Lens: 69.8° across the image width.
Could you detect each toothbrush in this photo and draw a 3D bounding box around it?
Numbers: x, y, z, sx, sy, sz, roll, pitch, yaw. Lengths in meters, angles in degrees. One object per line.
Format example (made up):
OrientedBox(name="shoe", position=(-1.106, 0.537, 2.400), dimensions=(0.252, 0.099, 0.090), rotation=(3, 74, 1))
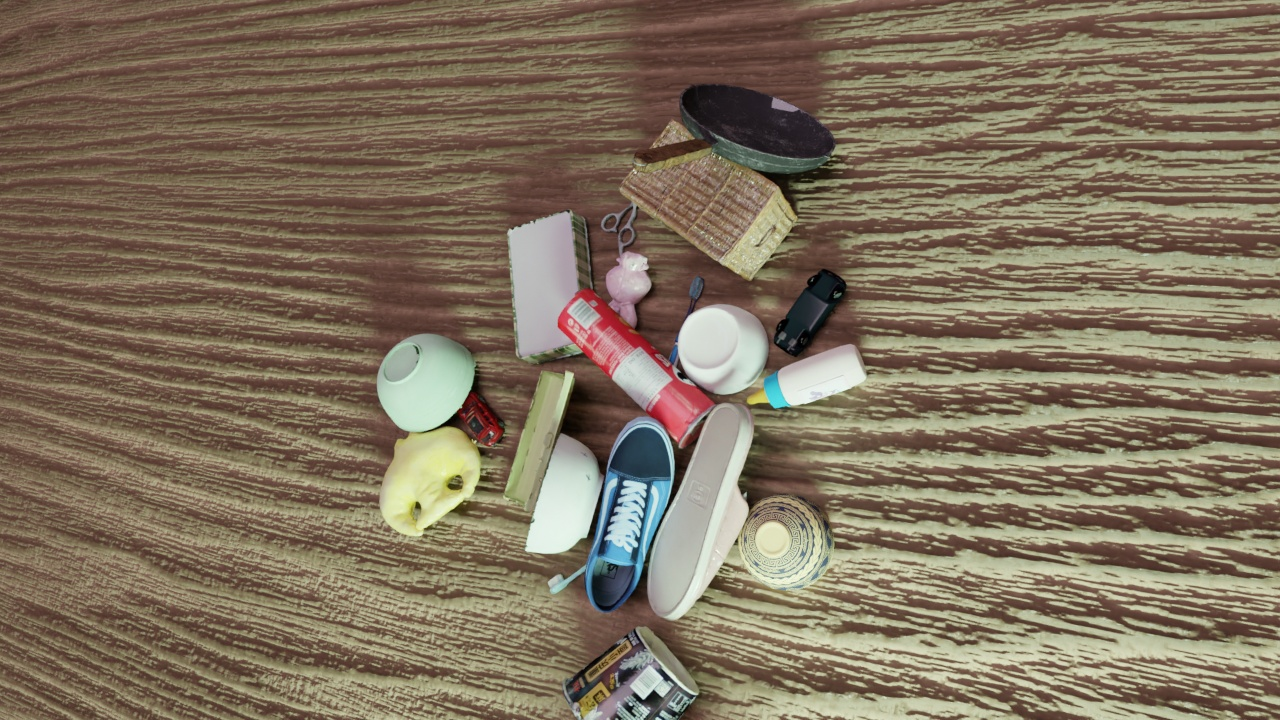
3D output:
OrientedBox(name="toothbrush", position=(-0.048, 0.248, 1.183), dimensions=(0.181, 0.016, 0.016), rotation=(-36, 56, 14))
OrientedBox(name="toothbrush", position=(0.048, -0.022, 1.204), dimensions=(0.016, 0.017, 0.189), rotation=(16, 84, 27))

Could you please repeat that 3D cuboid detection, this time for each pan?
OrientedBox(name="pan", position=(0.096, -0.260, 1.090), dimensions=(0.208, 0.355, 0.040), rotation=(35, 130, 22))

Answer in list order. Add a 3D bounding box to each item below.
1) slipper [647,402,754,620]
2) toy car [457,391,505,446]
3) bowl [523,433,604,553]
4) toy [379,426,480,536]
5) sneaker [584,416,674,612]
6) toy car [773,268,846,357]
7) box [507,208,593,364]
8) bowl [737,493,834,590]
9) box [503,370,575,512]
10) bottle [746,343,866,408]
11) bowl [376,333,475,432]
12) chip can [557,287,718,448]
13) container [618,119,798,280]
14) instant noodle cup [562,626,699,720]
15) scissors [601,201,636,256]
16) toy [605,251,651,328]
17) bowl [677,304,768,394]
OrientedBox(name="slipper", position=(0.080, 0.182, 1.094), dimensions=(0.114, 0.054, 0.274), rotation=(32, 103, 60))
OrientedBox(name="toy car", position=(-0.230, 0.083, 1.304), dimensions=(0.042, 0.036, 0.091), rotation=(-48, 57, 9))
OrientedBox(name="bowl", position=(-0.091, 0.174, 1.159), dimensions=(0.073, 0.153, 0.153), rotation=(16, 83, 0))
OrientedBox(name="toy", position=(-0.301, 0.160, 1.299), dimensions=(0.170, 0.064, 0.155), rotation=(-39, 56, 6))
OrientedBox(name="sneaker", position=(-0.011, 0.192, 1.102), dimensions=(0.083, 0.098, 0.241), rotation=(14, 101, -7))
OrientedBox(name="toy car", position=(0.208, -0.058, 1.126), dimensions=(0.046, 0.034, 0.112), rotation=(37, 96, 29))
OrientedBox(name="box", position=(-0.124, -0.103, 1.292), dimensions=(0.118, 0.049, 0.205), rotation=(-16, 70, 24))
OrientedBox(name="bowl", position=(0.162, 0.209, 1.065), dimensions=(0.113, 0.061, 0.112), rotation=(-7, 74, 24))
OrientedBox(name="box", position=(-0.128, 0.105, 1.215), dimensions=(0.044, 0.141, 0.187), rotation=(18, 82, -16))
OrientedBox(name="bottle", position=(0.195, 0.026, 1.102), dimensions=(0.146, 0.051, 0.051), rotation=(-21, 69, 20))
OrientedBox(name="bowl", position=(-0.321, 0.021, 1.319), dimensions=(0.151, 0.077, 0.150), rotation=(-14, 55, 21))
OrientedBox(name="chip can", position=(-0.007, 0.007, 1.167), dimensions=(0.233, 0.073, 0.073), rotation=(43, 97, 16))
OrientedBox(name="container", position=(0.090, -0.200, 1.174), dimensions=(0.198, 0.112, 0.114), rotation=(39, 95, 28))
OrientedBox(name="instant noodle cup", position=(-0.004, 0.386, 1.069), dimensions=(0.112, 0.137, 0.137), rotation=(-44, 62, -1))
OrientedBox(name="scissors", position=(0.000, -0.221, 1.280), dimensions=(0.170, 0.014, 0.095), rotation=(-47, 61, 12))
OrientedBox(name="toy", position=(-0.019, -0.092, 1.239), dimensions=(0.063, 0.047, 0.110), rotation=(23, 99, 31))
OrientedBox(name="bowl", position=(0.097, -0.019, 1.152), dimensions=(0.116, 0.065, 0.116), rotation=(-6, 75, 24))
